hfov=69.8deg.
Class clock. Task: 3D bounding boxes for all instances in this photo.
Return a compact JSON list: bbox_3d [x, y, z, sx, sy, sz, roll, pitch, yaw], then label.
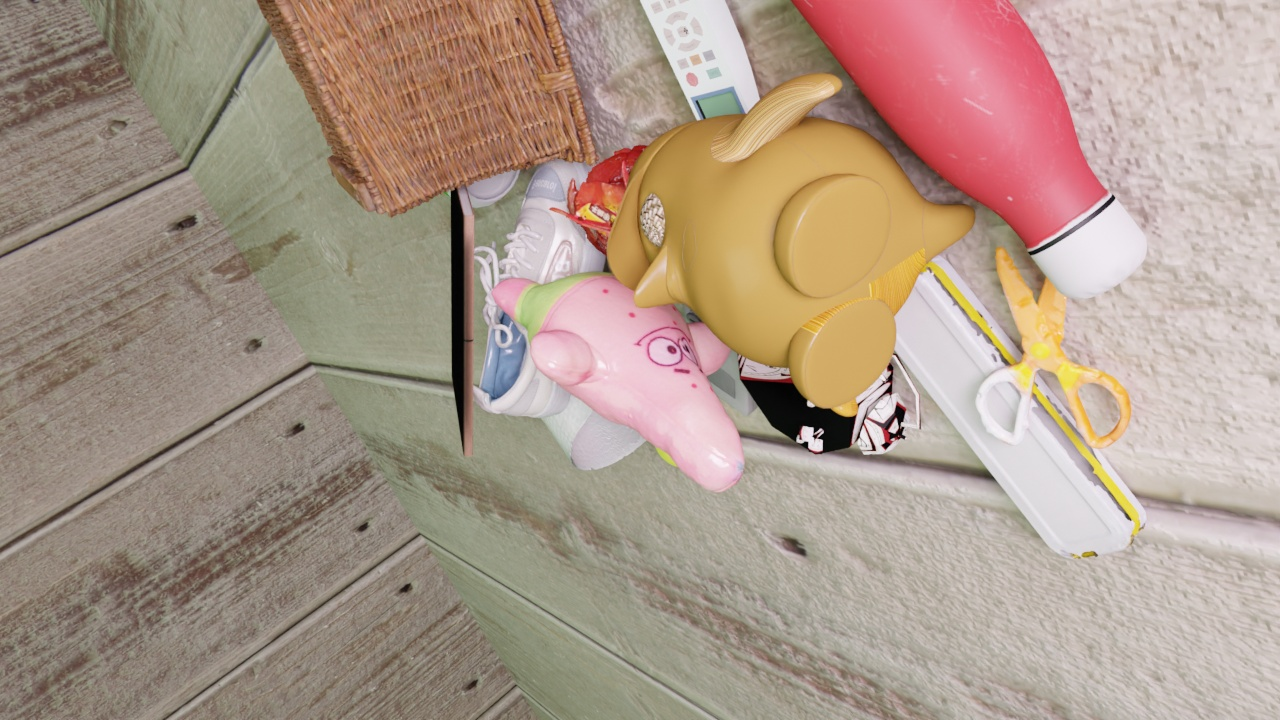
[{"bbox_3d":[0.130,0.016,0.647,0.155,0.065,0.115,13,133,56],"label":"clock"}]

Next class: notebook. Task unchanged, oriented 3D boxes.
[{"bbox_3d":[-0.151,-0.045,0.776,0.141,0.008,0.209,-118,30,-58],"label":"notebook"}]

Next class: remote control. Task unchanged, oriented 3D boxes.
[{"bbox_3d":[0.036,-0.209,0.576,0.050,0.024,0.143,6,131,53],"label":"remote control"},{"bbox_3d":[0.066,-0.022,0.763,0.074,0.019,0.151,36,149,34],"label":"remote control"}]

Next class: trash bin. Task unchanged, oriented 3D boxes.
[{"bbox_3d":[-0.061,0.005,0.898,0.161,0.133,0.133,47,154,27],"label":"trash bin"}]

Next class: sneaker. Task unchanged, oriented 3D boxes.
[{"bbox_3d":[-0.094,-0.067,0.785,0.090,0.090,0.242,19,103,42],"label":"sneaker"}]

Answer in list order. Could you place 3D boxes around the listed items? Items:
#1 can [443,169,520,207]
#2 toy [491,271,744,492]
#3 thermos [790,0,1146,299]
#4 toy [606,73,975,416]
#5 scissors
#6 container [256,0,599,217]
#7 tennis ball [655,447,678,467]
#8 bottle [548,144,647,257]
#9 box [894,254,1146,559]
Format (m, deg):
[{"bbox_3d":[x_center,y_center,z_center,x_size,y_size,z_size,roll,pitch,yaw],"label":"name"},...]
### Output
[{"bbox_3d":[-0.183,-0.208,0.884,0.140,0.087,0.088,34,148,37],"label":"can"},{"bbox_3d":[-0.004,0.004,0.674,0.236,0.191,0.097,46,125,31],"label":"toy"},{"bbox_3d":[0.147,-0.131,0.426,0.240,0.073,0.073,53,155,2],"label":"thermos"},{"bbox_3d":[0.060,-0.076,0.538,0.203,0.162,0.199,37,148,49],"label":"toy"},{"bbox_3d":[0.210,-0.006,0.504,0.097,0.012,0.133,-21,100,40],"label":"scissors"},{"bbox_3d":[-0.173,-0.241,0.682,0.162,0.183,0.250,38,152,52],"label":"container"},{"bbox_3d":[0.044,0.068,0.859,0.065,0.065,0.065,40,152,27],"label":"tennis ball"},{"bbox_3d":[-0.003,-0.112,0.684,0.111,0.098,0.099,43,153,30],"label":"bottle"},{"bbox_3d":[0.216,0.029,0.554,0.209,0.033,0.064,52,152,3],"label":"box"}]
